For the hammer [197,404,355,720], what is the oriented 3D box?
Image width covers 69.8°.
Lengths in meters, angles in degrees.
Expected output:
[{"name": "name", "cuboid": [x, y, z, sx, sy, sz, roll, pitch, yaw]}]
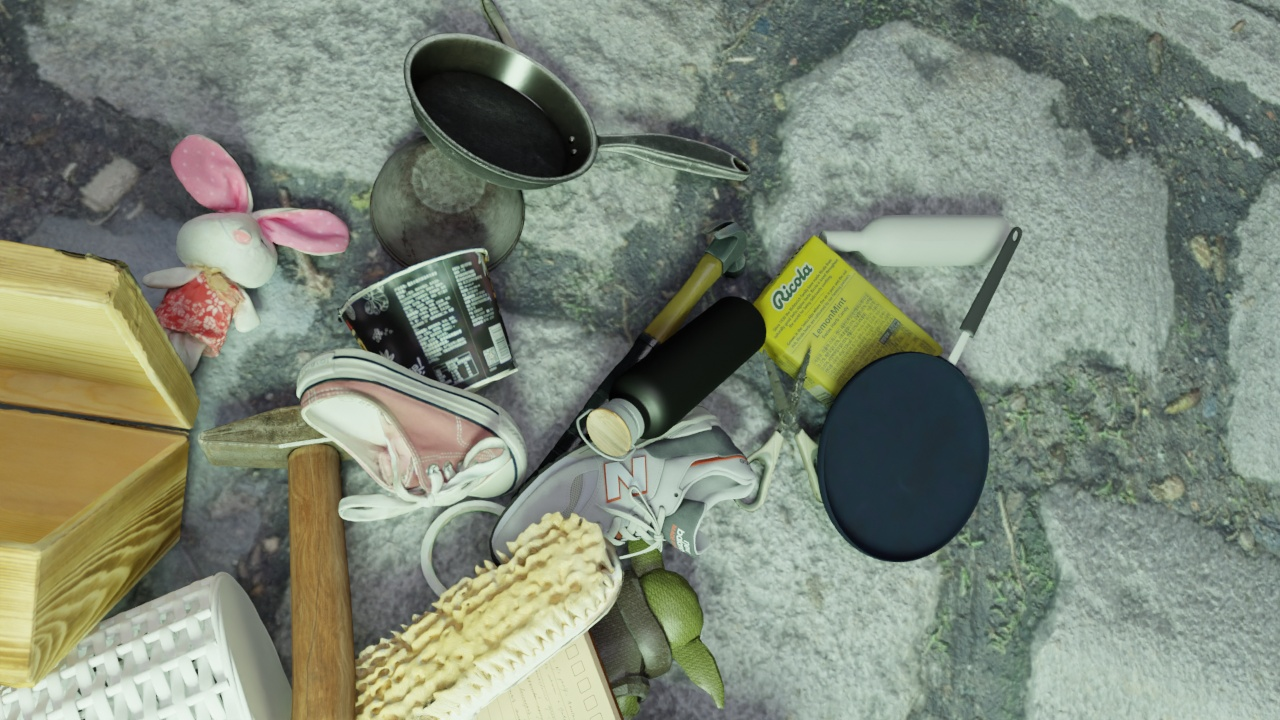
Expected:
[{"name": "hammer", "cuboid": [-0.254, 0.161, 0.703, 0.157, 0.037, 0.300, -8, 52, -14]}]

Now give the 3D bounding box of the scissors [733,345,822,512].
[{"name": "scissors", "cuboid": [0.139, 0.076, 0.863, 0.157, 0.012, 0.168, 44, 84, -14]}]

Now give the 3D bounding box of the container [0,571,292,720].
[{"name": "container", "cuboid": [-0.352, 0.270, 0.638, 0.186, 0.190, 0.189, -22, 81, -17]}]

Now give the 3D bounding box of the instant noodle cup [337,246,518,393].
[{"name": "instant noodle cup", "cuboid": [-0.174, -0.019, 0.783, 0.137, 0.137, 0.112, -24, 91, -17]}]

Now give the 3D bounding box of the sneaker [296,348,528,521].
[{"name": "sneaker", "cuboid": [-0.164, 0.074, 0.711, 0.118, 0.241, 0.087, -27, 56, 18]}]

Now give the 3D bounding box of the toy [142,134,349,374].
[{"name": "toy", "cuboid": [-0.359, -0.079, 0.783, 0.159, 0.084, 0.194, 36, 69, -31]}]

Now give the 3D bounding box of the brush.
[{"name": "brush", "cuboid": [-0.130, 0.215, 0.684, 0.271, 0.057, 0.083, -35, 49, -2]}]

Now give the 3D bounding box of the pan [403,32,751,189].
[{"name": "pan", "cuboid": [-0.052, -0.213, 0.873, 0.356, 0.055, 0.187, 12, 49, -29]}]

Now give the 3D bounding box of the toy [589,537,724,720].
[{"name": "toy", "cuboid": [-0.021, 0.231, 0.773, 0.152, 0.078, 0.179, -18, 56, -17]}]

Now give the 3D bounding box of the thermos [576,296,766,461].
[{"name": "thermos", "cuboid": [0.027, 0.017, 0.789, 0.061, 0.061, 0.230, 49, 46, 3]}]

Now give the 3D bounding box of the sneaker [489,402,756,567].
[{"name": "sneaker", "cuboid": [-0.001, 0.122, 0.769, 0.239, 0.089, 0.124, -35, 49, -26]}]

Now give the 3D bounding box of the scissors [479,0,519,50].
[{"name": "scissors", "cuboid": [-0.137, -0.282, 0.915, 0.194, 0.015, 0.179, 5, 75, -11]}]

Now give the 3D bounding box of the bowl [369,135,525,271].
[{"name": "bowl", "cuboid": [-0.176, -0.152, 0.846, 0.145, 0.067, 0.144, 3, 75, -11]}]

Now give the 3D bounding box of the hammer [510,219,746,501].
[{"name": "hammer", "cuboid": [-0.005, 0.005, 0.830, 0.025, 0.118, 0.332, 34, 77, 17]}]

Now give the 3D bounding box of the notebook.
[{"name": "notebook", "cuboid": [-0.131, 0.277, 0.693, 0.225, 0.024, 0.167, -31, 47, 2]}]

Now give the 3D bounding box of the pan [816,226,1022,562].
[{"name": "pan", "cuboid": [0.286, 0.023, 0.879, 0.198, 0.021, 0.356, 33, 80, -22]}]

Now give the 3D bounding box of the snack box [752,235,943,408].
[{"name": "snack box", "cuboid": [0.197, -0.020, 0.903, 0.181, 0.045, 0.121, 40, 74, -2]}]

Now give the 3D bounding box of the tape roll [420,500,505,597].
[{"name": "tape roll", "cuboid": [-0.142, 0.169, 0.797, 0.093, 0.018, 0.093, 3, 75, -10]}]

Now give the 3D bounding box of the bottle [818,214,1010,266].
[{"name": "bottle", "cuboid": [0.278, -0.123, 0.940, 0.195, 0.052, 0.052, -2, 76, -12]}]

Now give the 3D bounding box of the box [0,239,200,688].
[{"name": "box", "cuboid": [-0.477, 0.025, 0.627, 0.279, 0.269, 0.264, 9, 99, -7]}]
